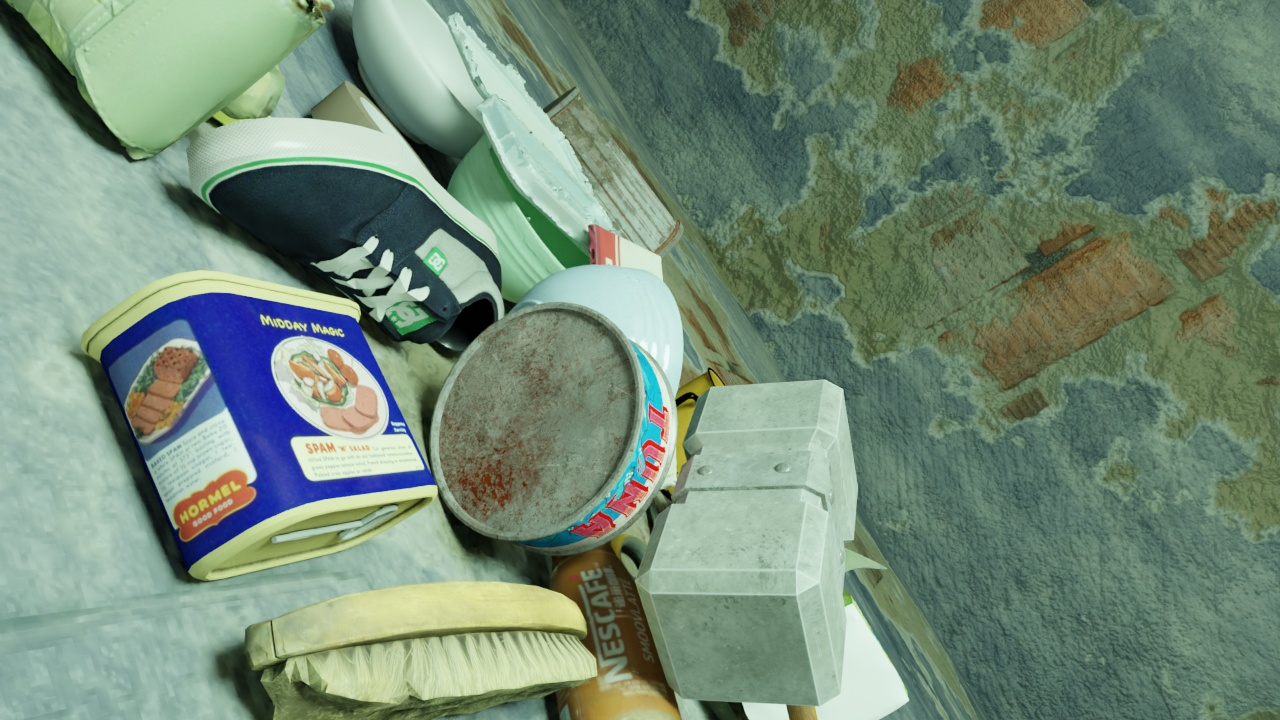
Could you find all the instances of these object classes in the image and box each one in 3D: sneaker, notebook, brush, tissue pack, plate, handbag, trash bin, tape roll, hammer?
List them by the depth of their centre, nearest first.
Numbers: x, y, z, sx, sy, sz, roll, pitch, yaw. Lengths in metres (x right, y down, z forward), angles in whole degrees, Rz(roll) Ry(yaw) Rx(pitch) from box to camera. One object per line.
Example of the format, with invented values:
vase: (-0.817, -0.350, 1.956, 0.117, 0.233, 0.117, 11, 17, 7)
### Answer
brush: (-0.074, 0.117, 0.365, 0.195, 0.059, 0.043, 31, 38, -61)
handbag: (-0.228, -0.190, 0.406, 0.186, 0.113, 0.117, 53, 6, -17)
sneaker: (-0.139, -0.055, 0.498, 0.235, 0.084, 0.079, 29, 44, -68)
hammer: (0.090, 0.186, 0.532, 0.162, 0.083, 0.318, -65, 145, -54)
tape roll: (-0.179, -0.142, 0.625, 0.093, 0.030, 0.093, 52, 3, -5)
tissue pack: (0.109, 0.199, 0.705, 0.141, 0.120, 0.198, 60, -5, 7)
notebook: (-0.004, 0.004, 0.756, 0.153, 0.012, 0.208, 9, 76, -69)
plate: (0.112, 0.145, 0.772, 0.188, 0.016, 0.189, 22, -8, 3)
trash bin: (-0.055, -0.177, 1.014, 0.211, 0.131, 0.130, 52, 13, -19)

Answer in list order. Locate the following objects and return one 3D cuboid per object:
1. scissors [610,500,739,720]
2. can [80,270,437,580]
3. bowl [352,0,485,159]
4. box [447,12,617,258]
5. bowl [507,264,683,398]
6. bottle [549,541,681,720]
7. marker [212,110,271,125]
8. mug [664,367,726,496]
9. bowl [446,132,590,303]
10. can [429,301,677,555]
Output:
scissors: (0.030, 0.183, 0.715, 0.216, 0.016, 0.225, 60, 10, 12)
can: (-0.137, 0.025, 0.350, 0.092, 0.057, 0.116, 61, 13, 11)
bowl: (-0.188, -0.238, 0.782, 0.176, 0.066, 0.176, 54, 13, -18)
box: (-0.081, -0.170, 0.761, 0.189, 0.037, 0.208, 61, 10, 24)
bowl: (-0.049, 0.002, 0.593, 0.074, 0.151, 0.150, 18, 35, -36)
bottle: (-0.025, 0.137, 0.503, 0.059, 0.059, 0.167, 47, 16, -41)
marker: (-0.206, -0.123, 0.536, 0.021, 0.017, 0.124, 64, 12, 27)
mug: (0.047, 0.068, 0.876, 0.123, 0.094, 0.100, 45, 17, -54)
bowl: (-0.106, -0.102, 0.742, 0.151, 0.077, 0.150, 54, 12, -18)
can: (-0.048, 0.036, 0.494, 0.044, 0.130, 0.130, 39, 23, -56)
